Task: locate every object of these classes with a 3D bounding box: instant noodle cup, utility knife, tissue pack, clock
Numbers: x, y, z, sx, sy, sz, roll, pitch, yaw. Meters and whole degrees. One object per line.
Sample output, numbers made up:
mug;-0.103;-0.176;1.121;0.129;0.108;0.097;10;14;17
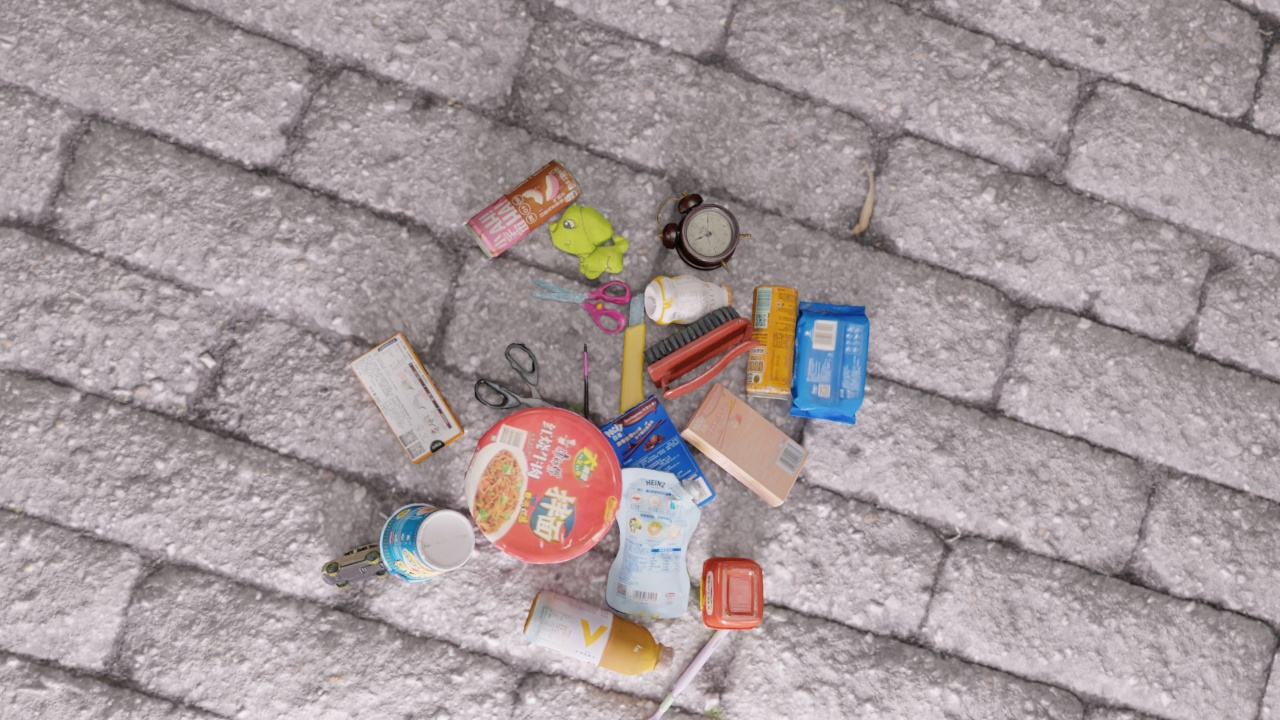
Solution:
instant noodle cup;-0.117;0.151;1.145;0.194;0.066;0.194;0;92;3
utility knife;-0.007;0.007;1.192;0.033;0.015;0.193;4;91;-8
instant noodle cup;-0.250;0.218;1.102;0.099;0.110;0.099;8;75;-31
tissue pack;0.245;0.003;1.200;0.095;0.052;0.157;5;88;-3
clock;0.076;-0.167;1.187;0.122;0.055;0.082;31;86;-2

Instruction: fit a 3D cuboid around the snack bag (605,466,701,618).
snack bag;0.016;0.229;1.158;0.110;0.038;0.191;8;101;8

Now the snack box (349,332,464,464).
snack box;-0.294;0.048;1.160;0.075;0.026;0.153;-32;91;-5

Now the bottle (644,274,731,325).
bottle;0.062;-0.078;1.180;0.108;0.063;0.063;-4;88;-20

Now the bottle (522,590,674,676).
bottle;-0.051;0.348;1.153;0.189;0.068;0.068;21;86;-4

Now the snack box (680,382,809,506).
snack box;0.136;0.108;1.183;0.157;0.026;0.084;37;60;-3

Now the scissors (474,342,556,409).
scissors;-0.134;0.055;1.184;0.170;0.014;0.159;-5;92;-7

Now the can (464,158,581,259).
can;-0.148;-0.193;1.166;0.147;0.058;0.058;-37;92;-5

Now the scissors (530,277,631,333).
scissors;-0.076;-0.090;1.192;0.137;0.017;0.077;23;87;0

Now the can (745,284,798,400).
can;0.170;-0.023;1.190;0.058;0.058;0.146;5;88;-5

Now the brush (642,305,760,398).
brush;0.079;-0.010;1.170;0.146;0.063;0.069;-30;65;-2

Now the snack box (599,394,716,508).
snack box;0.022;0.131;1.179;0.084;0.026;0.157;-32;98;-6

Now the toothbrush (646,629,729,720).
toothbrush;0.064;0.406;1.185;0.029;0.021;0.189;40;83;-14

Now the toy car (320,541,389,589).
toy car;-0.351;0.254;1.141;0.090;0.042;0.035;-18;45;-7

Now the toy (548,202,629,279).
toy;-0.065;-0.156;1.186;0.096;0.031;0.100;-14;94;-5

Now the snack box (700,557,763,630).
snack box;0.120;0.294;1.158;0.082;0.080;0.091;3;75;-6

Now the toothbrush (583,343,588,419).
toothbrush;-0.071;0.073;1.180;0.018;0.014;0.189;-2;92;1
